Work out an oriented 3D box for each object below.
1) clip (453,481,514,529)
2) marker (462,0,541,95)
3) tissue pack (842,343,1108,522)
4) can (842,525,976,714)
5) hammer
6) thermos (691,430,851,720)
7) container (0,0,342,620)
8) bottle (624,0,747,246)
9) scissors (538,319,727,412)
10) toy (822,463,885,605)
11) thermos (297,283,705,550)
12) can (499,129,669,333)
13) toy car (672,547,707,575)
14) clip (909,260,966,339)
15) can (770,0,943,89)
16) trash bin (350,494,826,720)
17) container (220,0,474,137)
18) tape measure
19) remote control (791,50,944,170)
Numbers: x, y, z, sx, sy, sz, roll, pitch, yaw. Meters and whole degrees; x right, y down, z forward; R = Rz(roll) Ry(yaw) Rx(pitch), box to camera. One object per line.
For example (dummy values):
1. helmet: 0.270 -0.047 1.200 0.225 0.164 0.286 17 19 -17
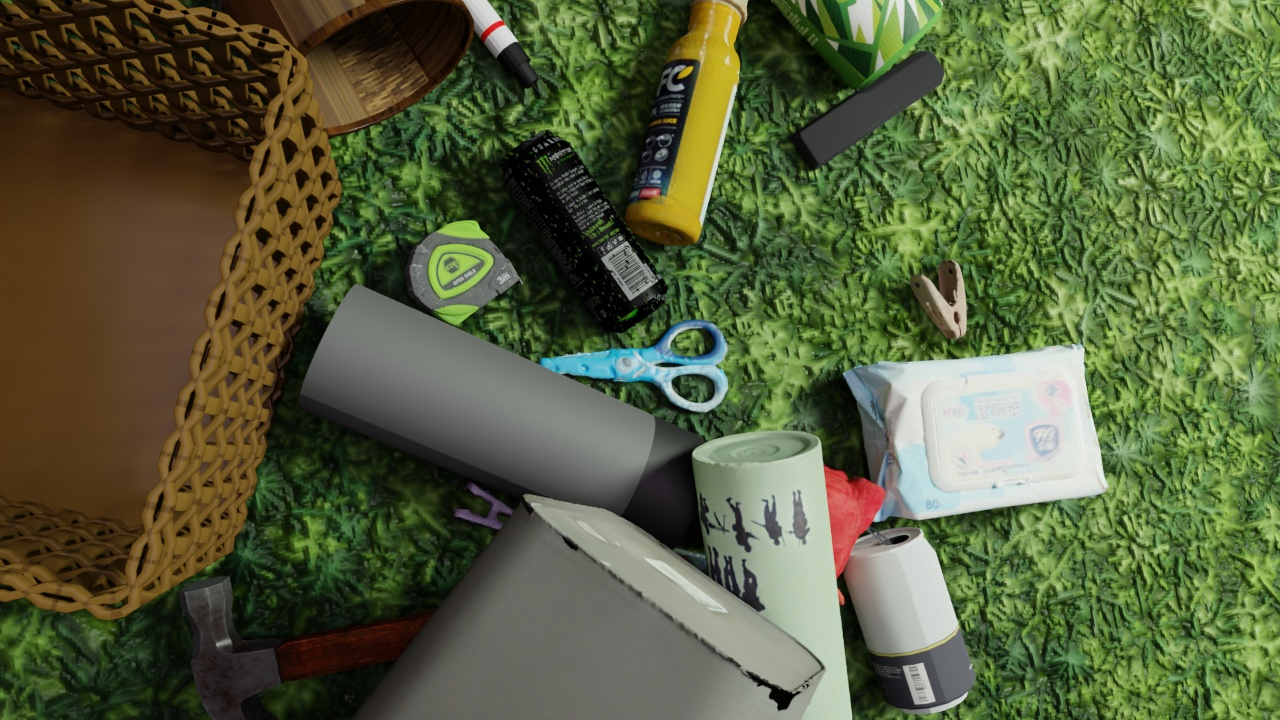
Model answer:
1. clip: -0.096 0.095 0.602 0.052 0.014 0.041 4 82 -10
2. marker: -0.112 -0.239 0.622 0.019 0.019 0.145 -39 95 -14
3. tissue pack: 0.239 0.051 0.657 0.181 0.070 0.112 -5 87 -13
4. can: 0.182 0.173 0.636 0.064 0.064 0.127 -18 90 -15
5. hammer: -0.114 0.163 0.557 0.300 0.028 0.111 -10 93 -4
6. thermos: 0.082 0.162 0.552 0.082 0.082 0.231 -11 99 -14
7. container: -0.299 -0.035 0.459 0.219 0.214 0.251 15 82 -12
8. bottle: 0.036 -0.175 0.635 0.053 0.053 0.186 16 82 -12
9. scissors: -0.004 0.003 0.634 0.135 0.015 0.066 0 86 -11
10. toy: 0.087 0.109 0.613 0.133 0.088 0.094 15 93 -11
11. thermos: -0.080 0.040 0.574 0.240 0.082 0.082 24 80 -11
12. can: -0.037 -0.084 0.609 0.054 0.054 0.137 -36 94 -14
13. toy car: 0.030 0.150 0.611 0.105 0.048 0.033 13 115 -11
14. clip: 0.222 -0.044 0.685 0.039 0.024 0.060 -9 91 -15
15. can: 0.137 -0.272 0.652 0.144 0.083 0.083 45 77 -6
16. trash bin: -0.038 0.202 0.447 0.197 0.197 0.220 32 89 23
17. container: -0.200 -0.243 0.551 0.132 0.132 0.167 -31 87 -14
18. tape measure: -0.121 -0.058 0.598 0.065 0.036 0.058 -35 103 -17
19. remote control: 0.174 -0.191 0.689 0.136 0.015 0.032 -35 94 -14
